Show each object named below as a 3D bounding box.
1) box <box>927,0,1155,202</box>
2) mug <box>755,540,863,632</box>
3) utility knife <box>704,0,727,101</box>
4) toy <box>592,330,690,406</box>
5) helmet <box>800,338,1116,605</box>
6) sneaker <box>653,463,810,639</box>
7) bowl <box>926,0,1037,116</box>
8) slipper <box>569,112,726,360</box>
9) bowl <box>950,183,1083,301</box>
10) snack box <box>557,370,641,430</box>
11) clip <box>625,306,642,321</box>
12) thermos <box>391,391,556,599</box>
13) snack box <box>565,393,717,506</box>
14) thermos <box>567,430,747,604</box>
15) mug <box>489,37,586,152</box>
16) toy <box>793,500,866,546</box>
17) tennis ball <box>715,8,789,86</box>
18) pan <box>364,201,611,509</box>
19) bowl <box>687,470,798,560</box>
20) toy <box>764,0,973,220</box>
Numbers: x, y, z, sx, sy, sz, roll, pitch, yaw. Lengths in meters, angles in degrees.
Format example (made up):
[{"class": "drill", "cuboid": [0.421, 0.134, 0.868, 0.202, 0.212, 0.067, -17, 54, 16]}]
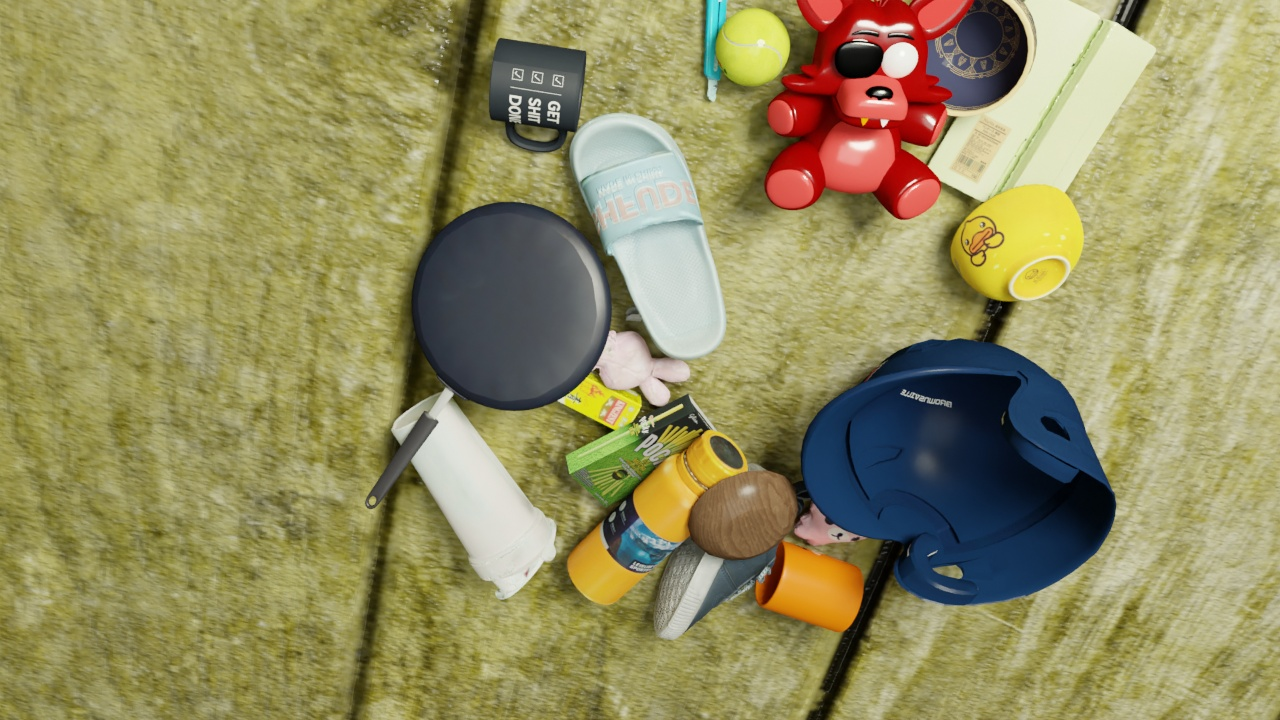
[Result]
[{"class": "box", "cuboid": [0.368, -0.228, 0.846, 0.140, 0.047, 0.188, 25, 112, -8]}, {"class": "mug", "cuboid": [0.183, 0.263, 1.045, 0.096, 0.077, 0.113, 20, 140, -8]}, {"class": "utility knife", "cuboid": [0.069, -0.298, 0.830, 0.022, 0.015, 0.124, -14, 118, -27]}, {"class": "toy", "cuboid": [-0.006, 0.006, 0.944, 0.110, 0.047, 0.064, 29, 114, -19]}, {"class": "helmet", "cuboid": [0.286, 0.083, 0.879, 0.272, 0.222, 0.233, 9, 128, -14]}, {"class": "sneaker", "cuboid": [0.100, 0.219, 1.017, 0.087, 0.089, 0.236, 29, 106, -17]}, {"class": "bowl", "cuboid": [0.291, -0.279, 0.805, 0.112, 0.061, 0.113, 20, 133, 23]}, {"class": "slipper", "cuboid": [0.014, -0.115, 0.856, 0.104, 0.074, 0.245, -21, 97, 6]}, {"class": "bowl", "cuboid": [0.360, -0.099, 0.861, 0.117, 0.067, 0.117, -7, 140, -6]}, {"class": "snack box", "cuboid": [-0.071, 0.024, 0.960, 0.148, 0.028, 0.040, 27, 111, -11]}, {"class": "clip", "cuboid": [0.037, -0.056, 0.925, 0.101, 0.040, 0.054, 4, 126, -3]}, {"class": "thermos", "cuboid": [-0.173, 0.140, 0.979, 0.099, 0.099, 0.220, -27, 107, 11]}, {"class": "snack box", "cuboid": [0.005, 0.098, 0.976, 0.148, 0.025, 0.080, -28, 137, 11]}, {"class": "thermos", "cuboid": [0.022, 0.167, 0.980, 0.091, 0.076, 0.233, 8, 133, -46]}, {"class": "mug", "cuboid": [-0.093, -0.235, 0.833, 0.077, 0.071, 0.105, 8, 140, -3]}, {"class": "toy", "cuboid": [0.214, 0.175, 1.012, 0.099, 0.052, 0.096, 36, 121, -27]}, {"class": "tennis ball", "cuboid": [0.099, -0.276, 0.810, 0.065, 0.065, 0.065, 0, 113, 0]}, {"class": "pan", "cuboid": [-0.172, 0.011, 0.887, 0.199, 0.021, 0.357, 39, 103, 5]}, {"class": "bowl", "cuboid": [0.107, 0.163, 0.920, 0.117, 0.030, 0.118, -8, 128, -11]}, {"class": "toy", "cuboid": [0.192, -0.227, 0.789, 0.158, 0.120, 0.198, 5, 125, 1]}]
